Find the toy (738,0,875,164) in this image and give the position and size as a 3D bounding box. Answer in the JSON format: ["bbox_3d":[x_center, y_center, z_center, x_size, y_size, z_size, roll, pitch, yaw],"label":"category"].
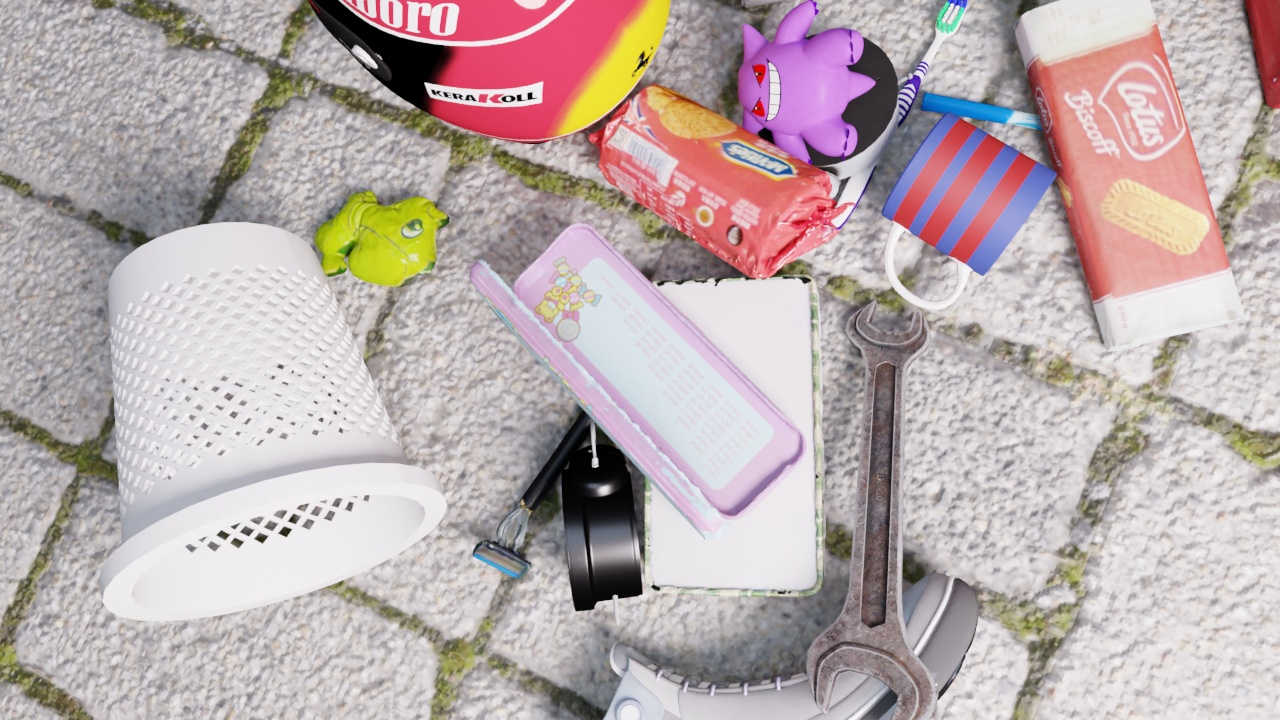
[{"bbox_3d":[0.099,-0.170,0.571,0.088,0.055,0.106,14,121,30],"label":"toy"}]

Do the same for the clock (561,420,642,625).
[{"bbox_3d":[-0.025,0.098,0.578,0.042,0.091,0.120,-6,90,-2],"label":"clock"}]

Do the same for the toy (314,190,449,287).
[{"bbox_3d":[-0.188,-0.088,0.661,0.094,0.036,0.093,-44,70,-1],"label":"toy"}]

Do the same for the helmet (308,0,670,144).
[{"bbox_3d":[-0.112,-0.259,0.578,0.271,0.224,0.197,34,88,11],"label":"helmet"}]

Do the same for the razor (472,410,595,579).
[{"bbox_3d":[-0.061,0.078,0.624,0.043,0.022,0.144,36,82,-30],"label":"razor"}]

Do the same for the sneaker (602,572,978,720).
[{"bbox_3d":[0.071,0.197,0.557,0.160,0.093,0.256,40,88,21],"label":"sneaker"}]

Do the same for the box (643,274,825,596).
[{"bbox_3d":[0.060,0.047,0.595,0.118,0.050,0.205,-3,80,13],"label":"box"}]

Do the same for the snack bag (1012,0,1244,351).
[{"bbox_3d":[0.303,-0.123,0.574,0.077,0.041,0.225,-15,87,11],"label":"snack bag"}]

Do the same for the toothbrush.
[{"bbox_3d":[0.175,-0.170,0.623,0.015,0.016,0.186,29,87,16],"label":"toothbrush"}]

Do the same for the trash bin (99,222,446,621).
[{"bbox_3d":[-0.249,0.032,0.586,0.195,0.195,0.199,-25,69,5],"label":"trash bin"}]

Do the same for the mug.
[{"bbox_3d":[0.196,-0.089,0.583,0.076,0.074,0.112,35,105,12],"label":"mug"}]

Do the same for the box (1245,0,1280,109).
[{"bbox_3d":[0.465,-0.216,0.514,0.165,0.157,0.151,-2,84,7],"label":"box"}]

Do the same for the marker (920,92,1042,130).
[{"bbox_3d":[0.259,-0.159,0.610,0.142,0.013,0.013,15,84,11],"label":"marker"}]

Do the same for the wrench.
[{"bbox_3d":[0.142,0.081,0.545,0.070,0.010,0.272,-2,60,23],"label":"wrench"}]

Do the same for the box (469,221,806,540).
[{"bbox_3d":[-0.005,0.004,0.542,0.089,0.093,0.214,-45,75,3],"label":"box"}]

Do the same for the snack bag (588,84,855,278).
[{"bbox_3d":[0.045,-0.113,0.590,0.176,0.082,0.082,38,89,29],"label":"snack bag"}]

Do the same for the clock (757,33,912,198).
[{"bbox_3d":[0.118,-0.158,0.613,0.094,0.035,0.122,36,93,24],"label":"clock"}]

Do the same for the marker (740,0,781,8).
[{"bbox_3d":[0.140,-0.269,0.643,0.140,0.016,0.016,-9,80,8],"label":"marker"}]
